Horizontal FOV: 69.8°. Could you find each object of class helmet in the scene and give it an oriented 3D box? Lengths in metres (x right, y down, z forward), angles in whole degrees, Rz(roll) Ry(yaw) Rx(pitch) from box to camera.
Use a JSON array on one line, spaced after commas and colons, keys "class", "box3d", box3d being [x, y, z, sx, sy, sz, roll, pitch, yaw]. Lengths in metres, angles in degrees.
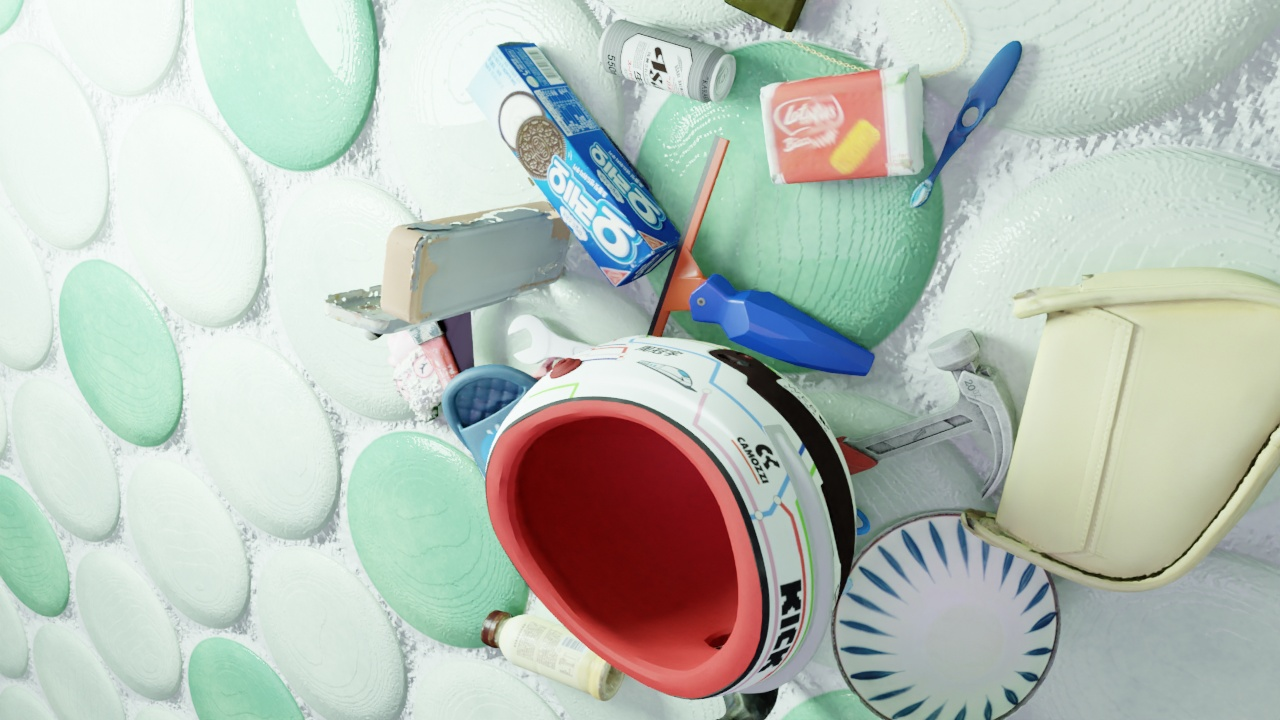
[{"class": "helmet", "box3d": [0.040, 0.103, 0.687, 0.315, 0.235, 0.231, 22, 109, 40]}]

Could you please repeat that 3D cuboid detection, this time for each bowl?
[{"class": "bowl", "box3d": [0.246, 0.214, 0.724, 0.178, 0.176, 0.071, -15, 139, 33]}]

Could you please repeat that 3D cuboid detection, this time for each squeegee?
[{"class": "squeegee", "box3d": [0.102, -0.031, 0.753, 0.185, 0.055, 0.250, 24, 117, 10]}]

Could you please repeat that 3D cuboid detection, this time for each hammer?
[{"class": "hammer", "box3d": [-0.154, 0.077, 0.935, 0.140, 0.036, 0.326, -21, 103, 9]}, {"class": "hammer", "box3d": [0.158, 0.088, 0.775, 0.317, 0.036, 0.126, -25, 95, 35]}, {"class": "hammer", "box3d": [0.021, 0.181, 0.847, 0.033, 0.132, 0.333, -40, 76, 35]}]

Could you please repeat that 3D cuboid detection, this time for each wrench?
[{"class": "wrench", "box3d": [-0.005, 0.005, 0.842, 0.274, 0.009, 0.047, 14, 97, 23]}]

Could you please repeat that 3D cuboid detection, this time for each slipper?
[{"class": "slipper", "box3d": [-0.105, 0.094, 0.889, 0.104, 0.059, 0.214, -34, 104, 10]}]

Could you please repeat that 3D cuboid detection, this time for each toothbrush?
[{"class": "toothbrush", "box3d": [0.230, -0.165, 0.654, 0.021, 0.016, 0.133, 34, 121, 12]}]

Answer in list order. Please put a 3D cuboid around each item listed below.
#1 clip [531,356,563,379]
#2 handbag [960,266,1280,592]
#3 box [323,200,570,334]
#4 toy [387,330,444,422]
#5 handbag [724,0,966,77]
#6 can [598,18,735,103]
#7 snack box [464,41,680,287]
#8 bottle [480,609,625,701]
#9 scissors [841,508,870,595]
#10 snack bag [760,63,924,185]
[{"class": "clip", "box3d": [-0.094, 0.010, 0.902, 0.037, 0.022, 0.058, 50, 118, 12]}, {"class": "handbag", "box3d": [0.335, 0.047, 0.623, 0.191, 0.088, 0.233, 17, 111, 27]}, {"class": "box", "box3d": [-0.157, -0.087, 0.788, 0.096, 0.215, 0.105, 28, 116, 21]}, {"class": "toy", "box3d": [-0.237, 0.008, 0.974, 0.096, 0.041, 0.109, -38, 81, 35]}, {"class": "handbag", "box3d": [0.153, -0.260, 0.667, 0.178, 0.027, 0.084, 30, 121, 12]}, {"class": "can", "box3d": [0.020, -0.239, 0.735, 0.107, 0.043, 0.044, 24, 117, 22]}, {"class": "snack box", "box3d": [-0.058, -0.172, 0.795, 0.060, 0.059, 0.226, -40, 86, 37]}, {"class": "bottle", "box3d": [-0.096, 0.311, 0.984, 0.162, 0.056, 0.056, 12, 112, 27]}, {"class": "scissors", "box3d": [0.136, 0.168, 0.795, 0.132, 0.104, 0.019, -14, 140, 30]}, {"class": "snack bag", "box3d": [0.150, -0.173, 0.683, 0.116, 0.036, 0.077, 2, 114, 30]}]
